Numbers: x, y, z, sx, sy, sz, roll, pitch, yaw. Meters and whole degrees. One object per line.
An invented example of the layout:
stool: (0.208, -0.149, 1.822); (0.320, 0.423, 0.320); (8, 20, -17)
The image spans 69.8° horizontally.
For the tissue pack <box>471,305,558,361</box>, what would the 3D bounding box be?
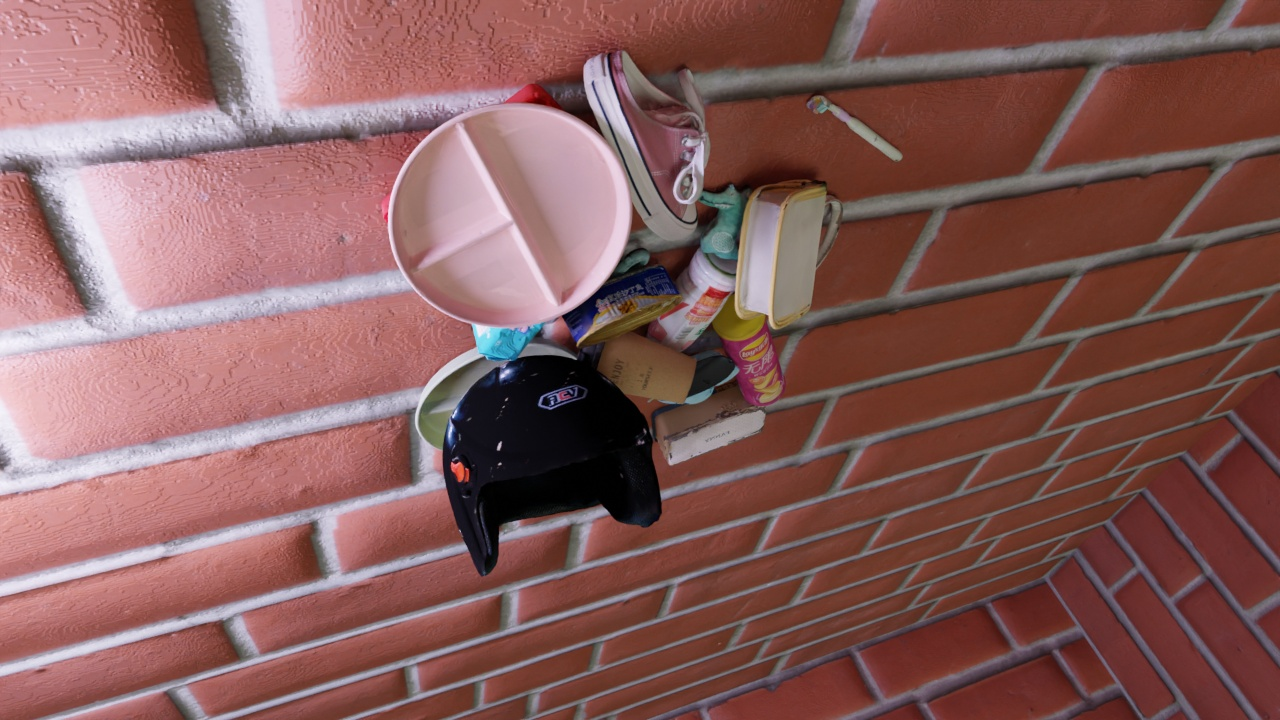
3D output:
tissue pack: (-0.133, -0.070, 0.994); (0.050, 0.093, 0.134); (18, 126, -38)

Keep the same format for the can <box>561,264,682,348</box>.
can: (-0.022, -0.065, 1.081); (0.147, 0.049, 0.075); (-24, 169, -28)

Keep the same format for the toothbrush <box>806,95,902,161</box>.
toothbrush: (0.252, -0.263, 1.054); (0.189, 0.029, 0.020); (13, 90, -46)

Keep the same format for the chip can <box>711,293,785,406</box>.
chip can: (0.156, -0.009, 1.291); (0.071, 0.071, 0.210); (-27, 147, 2)

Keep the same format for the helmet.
helmet: (-0.109, 0.103, 1.039); (0.233, 0.230, 0.276); (-14, 159, -28)

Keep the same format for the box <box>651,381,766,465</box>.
box: (0.100, 0.097, 1.413); (0.184, 0.063, 0.090); (-17, 145, -10)

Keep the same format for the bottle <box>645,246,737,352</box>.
bottle: (0.057, -0.061, 1.162); (0.068, 0.068, 0.197); (0, 143, -34)

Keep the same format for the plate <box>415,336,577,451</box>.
plate: (-0.178, 0.047, 1.186); (0.230, 0.027, 0.231); (-18, 146, -13)

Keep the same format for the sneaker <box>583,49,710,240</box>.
sneaker: (0.026, -0.209, 0.904); (0.088, 0.118, 0.241); (-12, 145, 16)

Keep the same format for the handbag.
handbag: (0.185, -0.136, 1.109); (0.178, 0.063, 0.163); (-23, 125, -46)

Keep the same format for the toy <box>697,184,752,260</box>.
toy: (0.096, -0.165, 1.066); (0.096, 0.030, 0.092); (10, 111, -32)

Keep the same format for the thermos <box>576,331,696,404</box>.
thermos: (-0.007, 0.007, 1.146); (0.143, 0.092, 0.093); (17, 137, -3)

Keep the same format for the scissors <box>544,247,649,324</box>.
scissors: (-0.075, -0.083, 1.048); (0.177, 0.019, 0.171); (-30, 170, 15)

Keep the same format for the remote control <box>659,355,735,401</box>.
remote control: (0.064, 0.029, 1.215); (0.137, 0.024, 0.053); (-24, 140, 33)

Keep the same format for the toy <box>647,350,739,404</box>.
toy: (0.067, 0.028, 1.285); (0.157, 0.049, 0.161); (-15, 158, 28)

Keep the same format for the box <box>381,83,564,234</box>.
box: (-0.133, -0.159, 0.899); (0.201, 0.063, 0.160); (-35, 126, 12)

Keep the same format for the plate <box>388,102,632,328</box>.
plate: (-0.121, -0.134, 0.867); (0.229, 0.028, 0.230); (-9, 126, -12)
